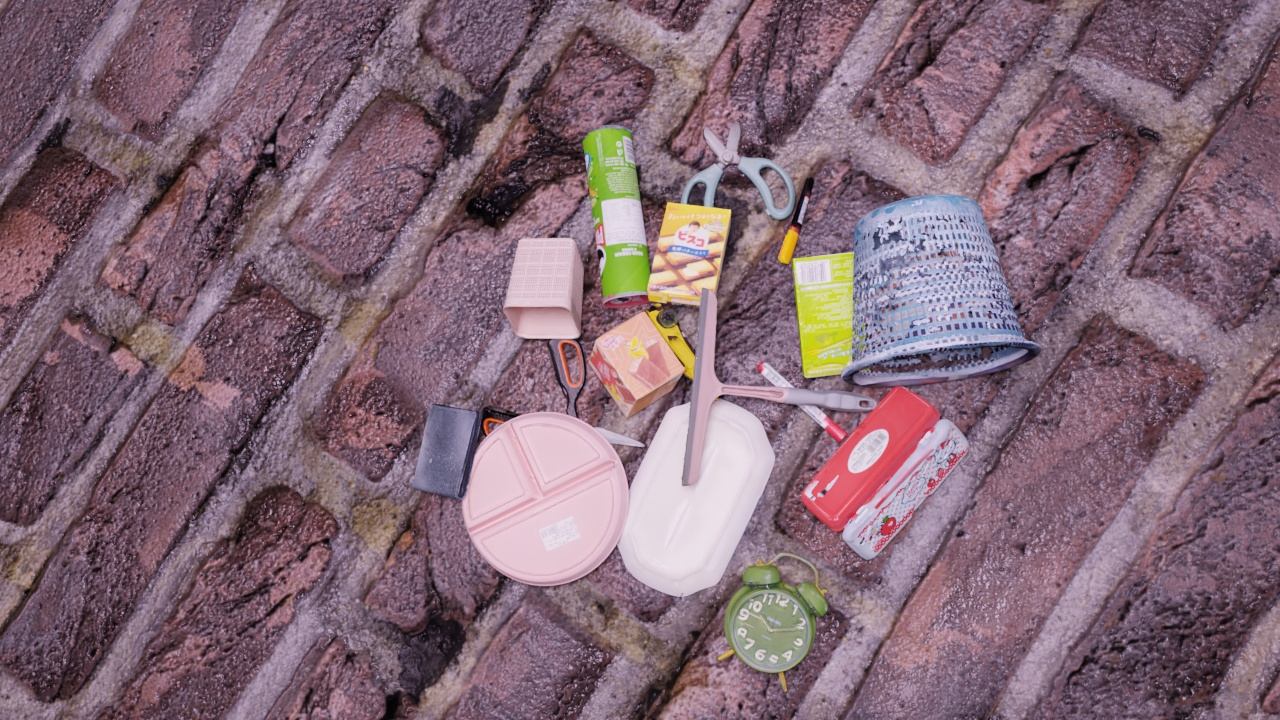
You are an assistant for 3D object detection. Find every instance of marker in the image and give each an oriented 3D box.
[{"bbox_3d":[0.211,0.053,1.203,0.145,0.017,0.017,42,90,10],"label":"marker"},{"bbox_3d":[0.210,-0.189,1.232,0.015,0.018,0.123,14,83,43],"label":"marker"}]

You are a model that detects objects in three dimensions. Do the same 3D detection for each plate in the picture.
[{"bbox_3d":[0.068,0.176,1.198,0.162,0.034,0.265,26,87,10],"label":"plate"},{"bbox_3d":[-0.130,0.181,1.206,0.230,0.028,0.229,-1,85,10],"label":"plate"}]

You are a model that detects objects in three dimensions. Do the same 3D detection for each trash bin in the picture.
[{"bbox_3d":[0.345,-0.084,1.103,0.227,0.226,0.195,-6,77,6],"label":"trash bin"}]

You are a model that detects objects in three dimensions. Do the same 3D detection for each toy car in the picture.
[{"bbox_3d":[0.057,-0.009,1.203,0.041,0.071,0.156,-35,81,0],"label":"toy car"}]

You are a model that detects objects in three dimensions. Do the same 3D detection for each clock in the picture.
[{"bbox_3d":[0.170,0.321,1.157,0.116,0.056,0.161,22,86,8],"label":"clock"}]

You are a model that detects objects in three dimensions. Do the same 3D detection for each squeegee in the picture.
[{"bbox_3d":[0.180,0.045,1.171,0.249,0.040,0.247,6,92,-10],"label":"squeegee"}]

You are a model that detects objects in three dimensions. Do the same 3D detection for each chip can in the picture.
[{"bbox_3d":[-0.030,-0.192,1.235,0.072,0.072,0.236,-9,82,6],"label":"chip can"}]

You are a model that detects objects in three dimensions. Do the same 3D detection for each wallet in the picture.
[{"bbox_3d":[-0.262,0.121,1.236,0.097,0.019,0.120,6,81,37],"label":"wallet"}]

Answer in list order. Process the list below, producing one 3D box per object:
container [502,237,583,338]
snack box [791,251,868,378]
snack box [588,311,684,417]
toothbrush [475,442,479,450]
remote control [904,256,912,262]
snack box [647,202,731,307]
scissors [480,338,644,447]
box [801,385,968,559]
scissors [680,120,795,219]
[{"bbox_3d":[-0.124,-0.098,1.219,0.090,0.090,0.110,0,64,9],"label":"container"},{"bbox_3d":[0.246,-0.059,1.189,0.086,0.026,0.156,-7,95,4],"label":"snack box"},{"bbox_3d":[-0.007,0.007,1.189,0.077,0.093,0.094,-32,80,-17],"label":"snack box"},{"bbox_3d":[-0.193,0.199,1.241,0.012,0.017,0.185,-20,83,2],"label":"toothbrush"},{"bbox_3d":[0.285,-0.115,1.209,0.150,0.021,0.058,-25,89,5],"label":"remote control"},{"bbox_3d":[0.065,-0.138,1.200,0.087,0.034,0.140,9,64,10],"label":"snack box"},{"bbox_3d":[-0.106,0.076,1.242,0.234,0.021,0.221,5,89,8],"label":"scissors"},{"bbox_3d":[0.313,0.144,1.169,0.201,0.100,0.102,-49,42,1],"label":"box"},{"bbox_3d":[0.139,-0.239,1.247,0.181,0.019,0.170,16,85,10],"label":"scissors"}]
